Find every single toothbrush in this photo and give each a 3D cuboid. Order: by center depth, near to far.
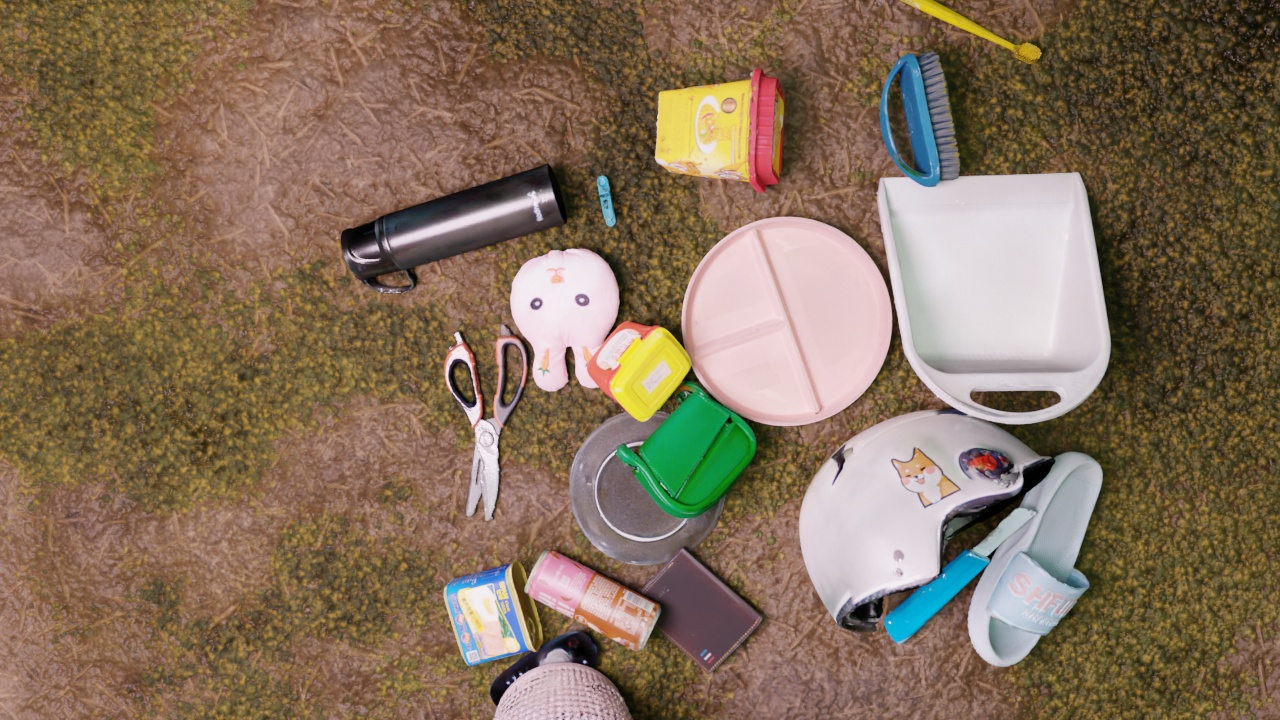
[{"bbox_3d":[0.346,-0.369,0.993,0.190,0.016,0.016,27,93,2],"label":"toothbrush"}]

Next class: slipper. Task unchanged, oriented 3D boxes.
[{"bbox_3d":[0.435,0.216,0.974,0.104,0.074,0.245,23,91,-31],"label":"slipper"}]

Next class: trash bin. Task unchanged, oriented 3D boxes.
[{"bbox_3d":[-0.081,0.431,0.961,0.227,0.192,0.227,-1,104,-5],"label":"trash bin"}]

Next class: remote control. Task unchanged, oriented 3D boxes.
[{"bbox_3d":[-0.111,0.356,1.056,0.136,0.024,0.053,-33,94,4],"label":"remote control"}]

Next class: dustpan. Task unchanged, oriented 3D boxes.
[{"bbox_3d":[0.370,-0.071,0.947,0.223,0.142,0.258,-1,94,3],"label":"dustpan"}]

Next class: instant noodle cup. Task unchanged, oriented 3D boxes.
[{"bbox_3d":[0.085,-0.242,0.975,0.124,0.116,0.116,4,93,15],"label":"instant noodle cup"}]

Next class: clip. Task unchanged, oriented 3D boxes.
[{"bbox_3d":[-0.038,-0.179,1.026,0.013,0.038,0.055,-10,82,3],"label":"clip"}]

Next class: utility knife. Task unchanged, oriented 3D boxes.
[{"bbox_3d":[0.342,0.231,0.991,0.034,0.018,0.217,41,114,5],"label":"utility knife"}]

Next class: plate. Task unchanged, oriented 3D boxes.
[{"bbox_3d":[0.160,-0.043,1.017,0.229,0.028,0.229,0,92,4],"label":"plate"},{"bbox_3d":[0.006,0.146,1.038,0.179,0.024,0.179,0,93,4],"label":"plate"}]

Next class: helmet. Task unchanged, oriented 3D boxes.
[{"bbox_3d":[0.267,0.140,0.934,0.273,0.230,0.157,-35,69,-19],"label":"helmet"}]

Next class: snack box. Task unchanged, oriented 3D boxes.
[{"bbox_3d":[-0.006,0.006,0.992,0.091,0.080,0.082,-50,129,-11],"label":"snack box"}]

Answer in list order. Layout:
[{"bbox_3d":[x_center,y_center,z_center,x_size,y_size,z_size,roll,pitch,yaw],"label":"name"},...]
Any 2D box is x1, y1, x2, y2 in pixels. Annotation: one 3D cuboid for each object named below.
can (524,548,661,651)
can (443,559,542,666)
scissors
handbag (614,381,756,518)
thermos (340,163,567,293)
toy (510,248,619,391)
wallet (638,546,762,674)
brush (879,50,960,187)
[{"bbox_3d":[-0.052,0.267,1.025,0.147,0.058,0.058,25,94,8],"label":"can"},{"bbox_3d":[-0.167,0.287,1.041,0.083,0.057,0.102,-16,91,7],"label":"can"},{"bbox_3d":[-0.186,0.070,1.052,0.202,0.015,0.204,-44,91,4],"label":"scissors"},{"bbox_3d":[0.053,0.099,0.997,0.120,0.068,0.131,44,75,8],"label":"handbag"},{"bbox_3d":[-0.203,-0.142,1.023,0.243,0.068,0.090,-16,124,6],"label":"thermos"},{"bbox_3d":[-0.081,-0.044,1.022,0.121,0.054,0.159,-6,100,4],"label":"toy"},{"bbox_3d":[0.063,0.284,1.041,0.122,0.020,0.096,41,103,1],"label":"wallet"},{"bbox_3d":[0.295,-0.255,0.983,0.073,0.055,0.144,-13,92,3],"label":"brush"}]
